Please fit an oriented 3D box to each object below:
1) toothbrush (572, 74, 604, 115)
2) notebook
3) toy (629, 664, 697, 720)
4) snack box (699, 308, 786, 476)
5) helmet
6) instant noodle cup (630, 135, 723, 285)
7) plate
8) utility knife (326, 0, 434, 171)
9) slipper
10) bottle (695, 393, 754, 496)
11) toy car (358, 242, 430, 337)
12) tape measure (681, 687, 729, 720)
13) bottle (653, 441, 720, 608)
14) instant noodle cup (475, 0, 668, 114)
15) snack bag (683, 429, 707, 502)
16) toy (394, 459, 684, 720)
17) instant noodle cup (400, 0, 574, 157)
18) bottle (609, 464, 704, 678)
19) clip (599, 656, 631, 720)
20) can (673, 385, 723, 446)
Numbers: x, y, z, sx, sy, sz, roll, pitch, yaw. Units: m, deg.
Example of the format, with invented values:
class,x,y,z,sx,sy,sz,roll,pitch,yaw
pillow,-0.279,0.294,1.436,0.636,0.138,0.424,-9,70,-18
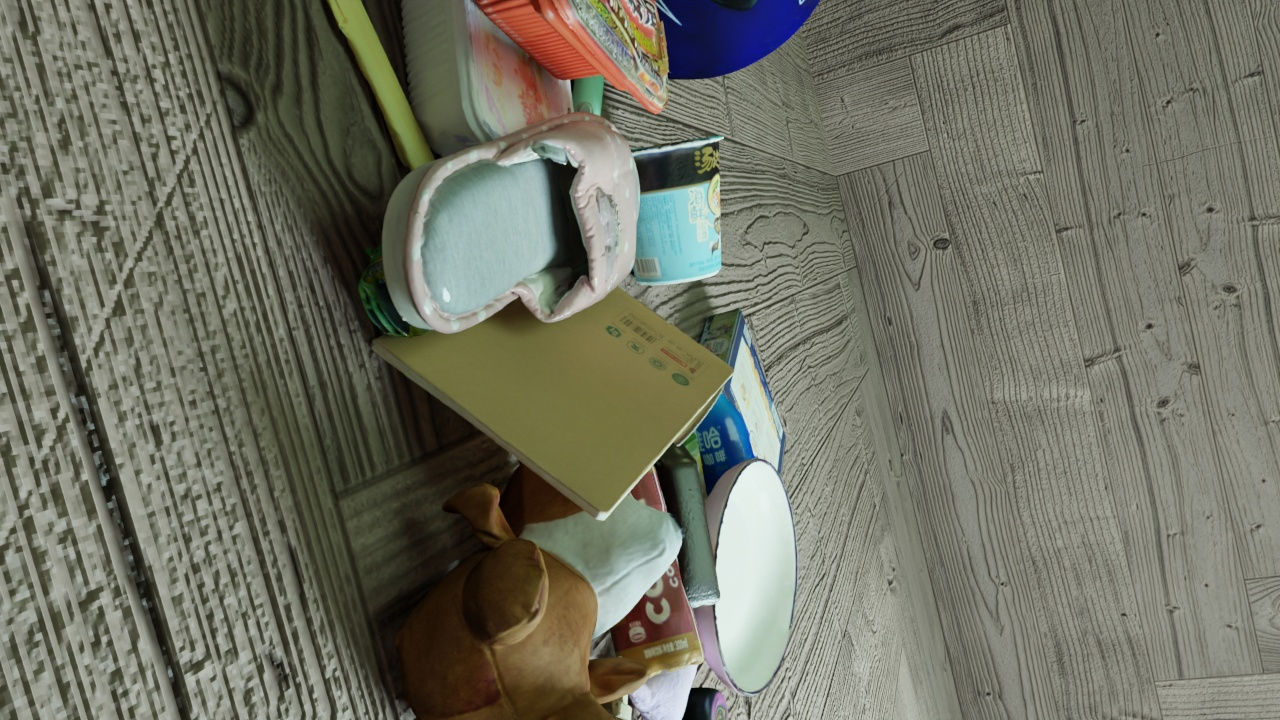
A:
class,x,y,z,sx,sy,sz,roll,pitch,yaw
toothbrush,-0.048,-0.185,0.757,0.027,0.026,0.224,92,1,-55
notebook,-0.036,0.000,0.536,0.148,0.008,0.207,36,30,8
toy,0.020,0.230,0.670,0.107,0.039,0.084,-61,134,-63
snack box,0.106,0.064,0.985,0.182,0.046,0.178,-66,139,-58
helmet,0.047,-0.415,0.806,0.246,0.241,0.316,-90,157,-57
instant noodle cup,0.027,-0.133,0.821,0.111,0.111,0.120,-44,126,-66
plate,0.084,0.178,0.769,0.192,0.039,0.192,9,80,-61
utility knife,-0.129,-0.122,0.518,0.205,0.021,0.030,63,29,-17
slipper,-0.047,-0.081,0.522,0.273,0.054,0.114,-35,129,-63
bottle,0.075,0.096,0.858,0.065,0.065,0.219,-45,119,-66
toy car,-0.118,-0.050,0.477,0.091,0.036,0.043,-74,148,-48
tape measure,0.044,0.281,0.704,0.057,0.039,0.058,-29,110,-69
bottle,0.013,0.086,0.685,0.044,0.080,0.194,-2,75,-31
instant noodle cup,-0.046,-0.252,0.555,0.164,0.079,0.188,21,60,-66
snack bag,0.042,0.149,0.781,0.110,0.039,0.191,-31,110,-73
toy,-0.041,0.112,0.481,0.199,0.130,0.140,-63,135,-73
instant noodle cup,-0.098,-0.191,0.580,0.138,0.060,0.173,21,57,-66
bottle,-0.006,0.123,0.623,0.057,0.057,0.174,26,46,-64
clip,-0.016,0.204,0.556,0.102,0.094,0.035,36,44,-45
can,-0.004,0.004,0.639,0.116,0.059,0.058,37,28,-2
